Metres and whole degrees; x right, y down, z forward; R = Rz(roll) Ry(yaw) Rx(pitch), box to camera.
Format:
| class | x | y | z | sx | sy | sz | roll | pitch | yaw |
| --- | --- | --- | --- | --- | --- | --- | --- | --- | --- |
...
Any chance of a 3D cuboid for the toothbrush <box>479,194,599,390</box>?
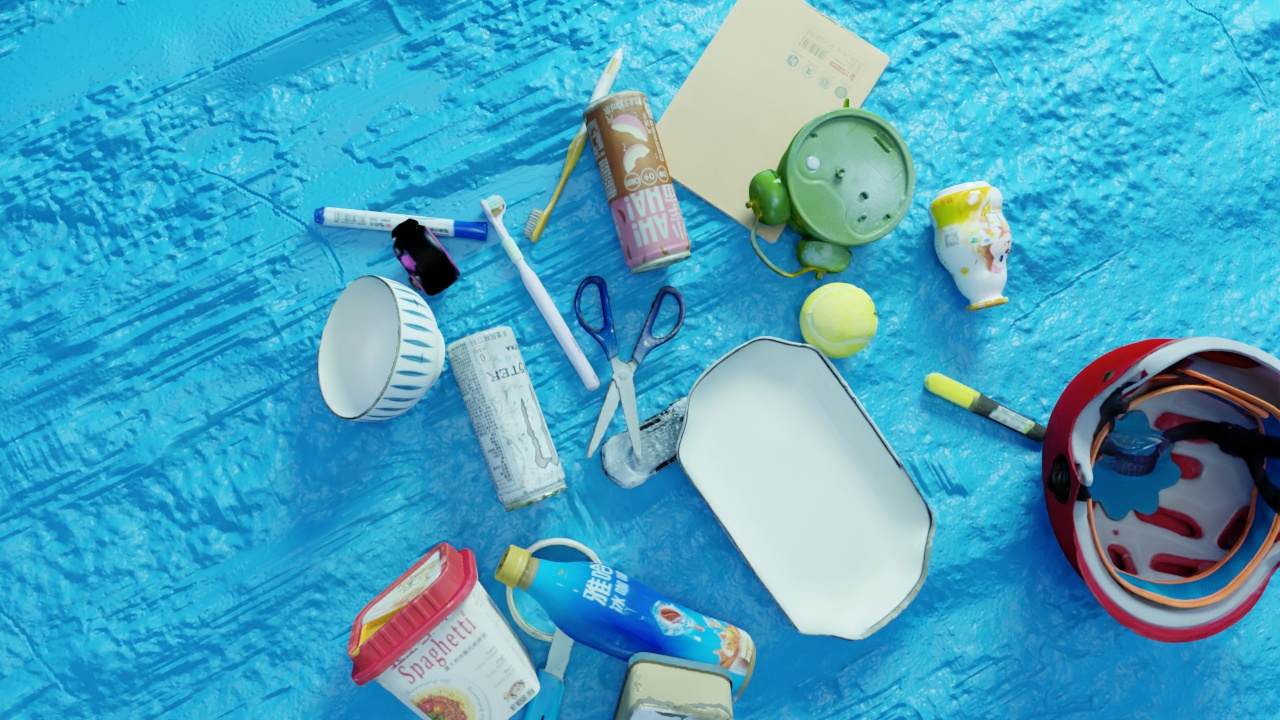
| class | x | y | z | sx | sy | sz | roll | pitch | yaw |
| --- | --- | --- | --- | --- | --- | --- | --- | --- | --- |
| toothbrush | -0.084 | -0.058 | 0.792 | 0.021 | 0.029 | 0.189 | -30 | 90 | 34 |

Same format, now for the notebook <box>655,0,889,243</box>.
| class | x | y | z | sx | sy | sz | roll | pitch | yaw |
| --- | --- | --- | --- | --- | --- | --- | --- | --- | --- |
| notebook | 0.112 | -0.229 | 0.826 | 0.148 | 0.008 | 0.207 | 32 | 84 | -2 |

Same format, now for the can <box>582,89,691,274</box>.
| class | x | y | z | sx | sy | sz | roll | pitch | yaw |
| --- | --- | --- | --- | --- | --- | --- | --- | --- | --- |
| can | -0.003 | -0.151 | 0.782 | 0.058 | 0.058 | 0.147 | -17 | 91 | -6 |

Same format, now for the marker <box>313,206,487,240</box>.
| class | x | y | z | sx | sy | sz | roll | pitch | yaw |
| --- | --- | --- | --- | --- | --- | --- | --- | --- | --- |
| marker | -0.205 | -0.118 | 0.788 | 0.146 | 0.017 | 0.017 | 5 | 85 | -4 |

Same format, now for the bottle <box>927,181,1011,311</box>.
| class | x | y | z | sx | sy | sz | roll | pitch | yaw |
| --- | --- | --- | --- | --- | --- | --- | --- | --- | --- |
| bottle | 0.292 | -0.099 | 0.804 | 0.063 | 0.063 | 0.108 | -11 | 87 | -6 |

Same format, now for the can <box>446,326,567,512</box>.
| class | x | y | z | sx | sy | sz | roll | pitch | yaw |
| --- | --- | --- | --- | --- | --- | --- | --- | --- | --- |
| can | -0.111 | 0.048 | 0.761 | 0.058 | 0.058 | 0.146 | -20 | 87 | -6 |

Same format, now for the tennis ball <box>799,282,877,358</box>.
| class | x | y | z | sx | sy | sz | roll | pitch | yaw |
| --- | --- | --- | --- | --- | --- | --- | --- | --- | --- |
| tennis ball | 0.170 | -0.034 | 0.787 | 0.065 | 0.065 | 0.065 | 0 | 85 | -5 |

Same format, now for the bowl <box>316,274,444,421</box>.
| class | x | y | z | sx | sy | sz | roll | pitch | yaw |
| --- | --- | --- | --- | --- | --- | --- | --- | --- | --- |
| bowl | -0.203 | -0.006 | 0.744 | 0.066 | 0.117 | 0.116 | 13 | 82 | -48 |

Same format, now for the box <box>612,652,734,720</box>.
| class | x | y | z | sx | sy | sz | roll | pitch | yaw |
| --- | --- | --- | --- | --- | --- | --- | --- | --- | --- |
| box | 0.016 | 0.311 | 0.715 | 0.090 | 0.061 | 0.184 | 14 | 110 | -5 |

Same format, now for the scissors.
| class | x | y | z | sx | sy | sz | roll | pitch | yaw |
| --- | --- | --- | --- | --- | --- | --- | --- | --- | --- |
| scissors | -0.018 | -0.002 | 0.781 | 0.160 | 0.012 | 0.163 | 43 | 72 | 8 |

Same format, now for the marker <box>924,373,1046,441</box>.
| class | x | y | z | sx | sy | sz | roll | pitch | yaw |
| --- | --- | --- | --- | --- | --- | --- | --- | --- | --- |
| marker | 0.309 | 0.042 | 0.819 | 0.124 | 0.015 | 0.018 | 25 | 85 | -5 |

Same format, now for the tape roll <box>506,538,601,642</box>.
| class | x | y | z | sx | sy | sz | roll | pitch | yaw |
| --- | --- | --- | --- | --- | --- | --- | --- | --- | --- |
| tape roll | -0.070 | 0.194 | 0.775 | 0.086 | 0.014 | 0.085 | 0 | 86 | -5 |

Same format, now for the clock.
| class | x | y | z | sx | sy | sz | roll | pitch | yaw |
| --- | --- | --- | --- | --- | --- | --- | --- | --- | --- |
| clock | 0.161 | -0.142 | 0.793 | 0.116 | 0.056 | 0.161 | 45 | 82 | -7 |

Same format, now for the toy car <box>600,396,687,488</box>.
| class | x | y | z | sx | sy | sz | roll | pitch | yaw |
| --- | --- | --- | --- | --- | --- | --- | --- | --- | --- |
| toy car | 0.015 | 0.070 | 0.784 | 0.105 | 0.031 | 0.049 | -29 | 88 | -5 |

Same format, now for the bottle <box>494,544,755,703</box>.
| class | x | y | z | sx | sy | sz | roll | pitch | yaw |
| --- | --- | --- | --- | --- | --- | --- | --- | --- | --- |
| bottle | -0.014 | 0.208 | 0.741 | 0.218 | 0.065 | 0.065 | 28 | 84 | -9 |

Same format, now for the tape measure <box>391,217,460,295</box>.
| class | x | y | z | sx | sy | sz | roll | pitch | yaw |
| --- | --- | --- | --- | --- | --- | --- | --- | --- | --- |
| tape measure | -0.181 | -0.083 | 0.766 | 0.039 | 0.057 | 0.058 | -37 | 66 | -5 |

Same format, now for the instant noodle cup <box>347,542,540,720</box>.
| class | x | y | z | sx | sy | sz | roll | pitch | yaw |
| --- | --- | --- | --- | --- | --- | --- | --- | --- | --- |
| instant noodle cup | -0.150 | 0.228 | 0.723 | 0.116 | 0.117 | 0.124 | -41 | 101 | -7 |

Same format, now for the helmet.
| class | x | y | z | sx | sy | sz | roll | pitch | yaw |
| --- | --- | --- | --- | --- | --- | --- | --- | --- | --- |
| helmet | 0.428 | 0.094 | 0.763 | 0.207 | 0.144 | 0.240 | 12 | 99 | -3 |

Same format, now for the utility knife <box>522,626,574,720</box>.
| class | x | y | z | sx | sy | sz | roll | pitch | yaw |
| --- | --- | --- | --- | --- | --- | --- | --- | --- | --- |
| utility knife | -0.086 | 0.307 | 0.758 | 0.034 | 0.018 | 0.187 | 15 | 87 | -4 |

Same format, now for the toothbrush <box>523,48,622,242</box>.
| class | x | y | z | sx | sy | sz | roll | pitch | yaw |
| --- | --- | --- | --- | --- | --- | --- | --- | --- | --- |
| toothbrush | -0.058 | -0.191 | 0.807 | 0.018 | 0.016 | 0.191 | 23 | 85 | 6 |

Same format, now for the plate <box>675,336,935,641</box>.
| class | x | y | z | sx | sy | sz | roll | pitch | yaw |
| --- | --- | --- | --- | --- | --- | --- | --- | --- | --- |
| plate | 0.137 | 0.108 | 0.776 | 0.161 | 0.034 | 0.265 | -37 | 95 | -13 |
